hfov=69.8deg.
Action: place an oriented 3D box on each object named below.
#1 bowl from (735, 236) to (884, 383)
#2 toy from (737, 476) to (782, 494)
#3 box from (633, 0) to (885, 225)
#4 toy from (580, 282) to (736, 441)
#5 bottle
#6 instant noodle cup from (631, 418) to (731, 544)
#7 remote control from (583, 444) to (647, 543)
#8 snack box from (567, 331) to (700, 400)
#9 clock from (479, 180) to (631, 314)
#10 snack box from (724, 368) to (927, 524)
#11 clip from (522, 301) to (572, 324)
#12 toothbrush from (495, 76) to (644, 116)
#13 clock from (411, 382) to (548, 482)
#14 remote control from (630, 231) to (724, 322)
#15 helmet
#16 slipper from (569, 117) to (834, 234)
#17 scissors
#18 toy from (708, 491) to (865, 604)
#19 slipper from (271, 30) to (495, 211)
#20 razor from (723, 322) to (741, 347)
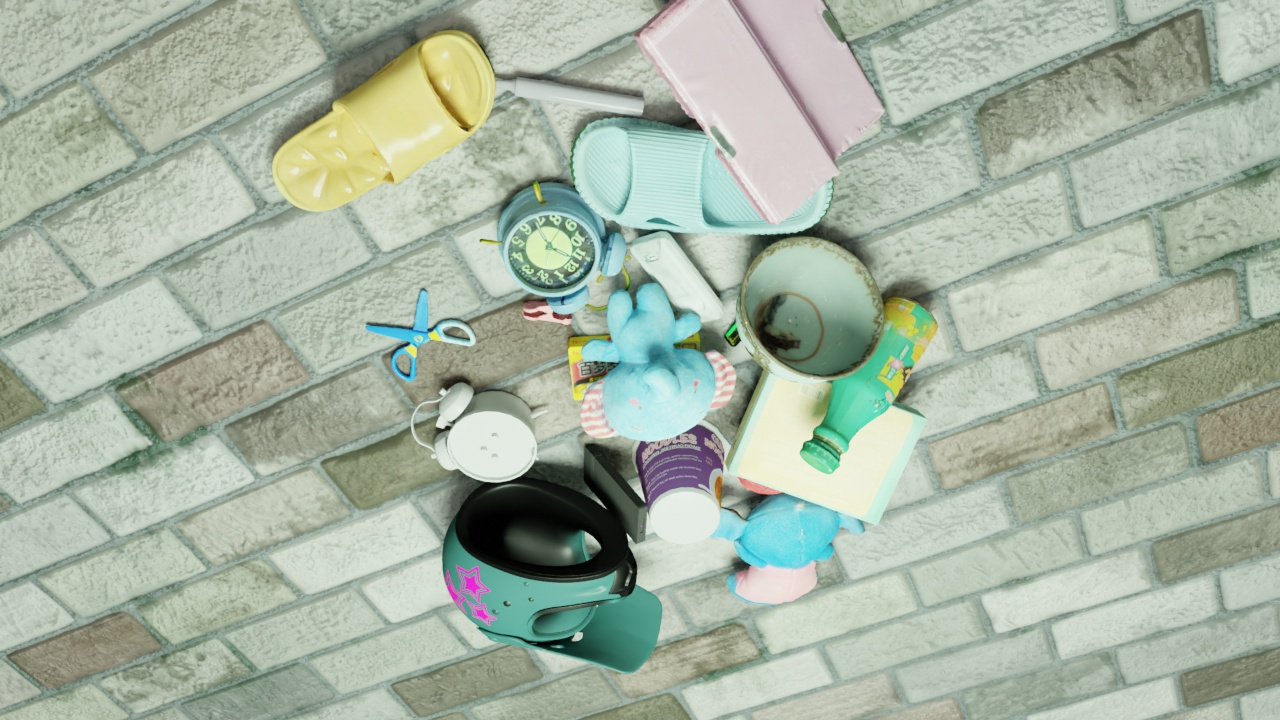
[{"bbox_3d":[0.170,-0.043,0.993,0.160,0.159,0.094,14,161,-10],"label":"bowl"},{"bbox_3d":[0.172,0.108,1.123,0.092,0.062,0.133,23,109,-21],"label":"toy"},{"bbox_3d":[0.124,-0.267,0.859,0.179,0.040,0.232,-45,116,-3],"label":"box"},{"bbox_3d":[0.015,0.008,1.001,0.183,0.114,0.181,-14,114,-6],"label":"toy"},{"bbox_3d":[0.245,0.029,1.003,0.068,0.068,0.209,42,75,-24],"label":"bottle"},{"bbox_3d":[0.058,0.152,1.110,0.137,0.121,0.122,9,122,-6],"label":"instant noodle cup"},{"bbox_3d":[-0.032,0.161,1.116,0.013,0.133,0.058,-16,128,-28],"label":"remote control"},{"bbox_3d":[-0.006,0.006,1.074,0.152,0.025,0.075,-3,122,1],"label":"snack box"},{"bbox_3d":[-0.081,-0.115,0.978,0.162,0.060,0.118,34,114,-24],"label":"clock"},{"bbox_3d":[0.214,0.094,1.068,0.193,0.044,0.141,20,102,-7],"label":"snack box"},{"bbox_3d":[-0.102,-0.052,1.041,0.060,0.023,0.045,-21,119,6],"label":"clip"},{"bbox_3d":[-0.089,-0.265,0.905,0.188,0.018,0.019,8,112,-6],"label":"toothbrush"},{"bbox_3d":[-0.196,0.088,1.103,0.159,0.061,0.120,10,122,-8],"label":"clock"},{"bbox_3d":[0.041,-0.086,0.998,0.050,0.022,0.133,-12,136,33],"label":"remote control"},{"bbox_3d":[-0.111,0.270,1.134,0.275,0.175,0.201,15,134,16],"label":"helmet"},{"bbox_3d":[0.065,-0.178,0.930,0.276,0.069,0.116,5,116,-6],"label":"slipper"},{"bbox_3d":[-0.254,-0.026,1.059,0.126,0.013,0.126,7,123,-10],"label":"scissors"},{"bbox_3d":[0.174,0.241,1.184,0.224,0.098,0.192,-1,128,-11],"label":"toy"},{"bbox_3d":[-0.255,-0.219,0.896,0.264,0.078,0.099,-24,121,19],"label":"slipper"},{"bbox_3d":[0.170,-0.012,1.068,0.144,0.021,0.044,23,137,-14],"label":"razor"}]
